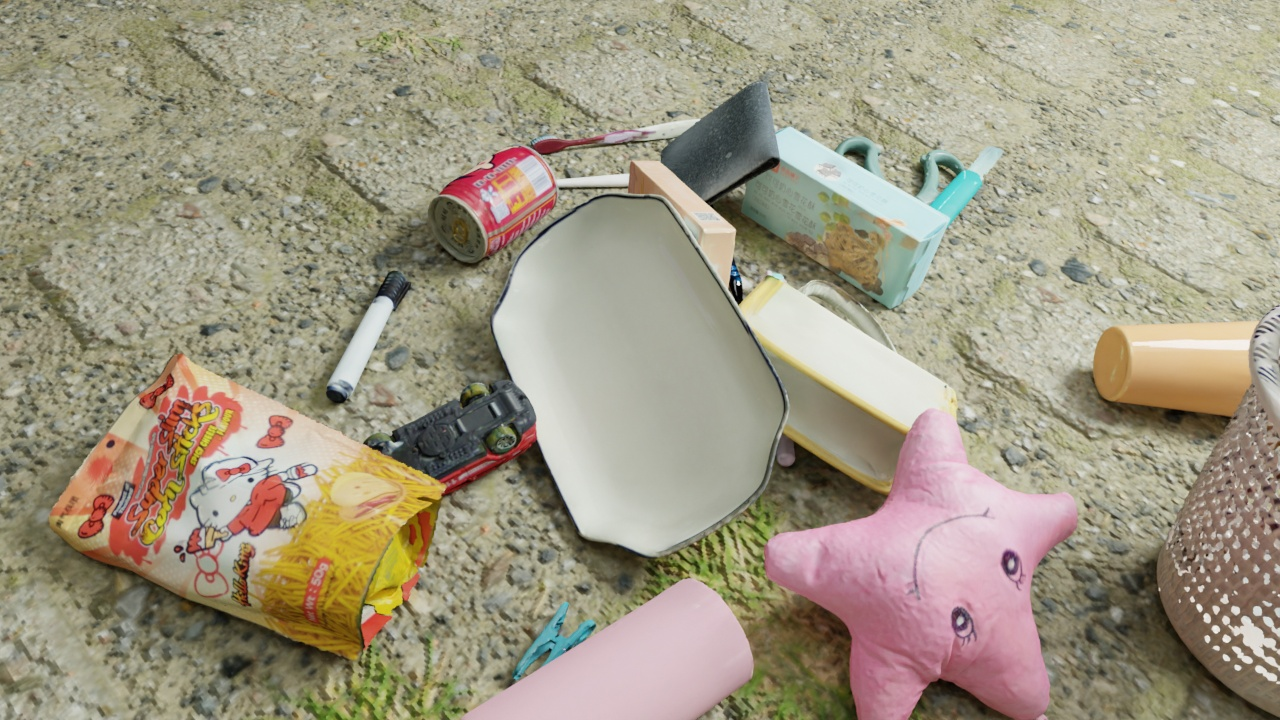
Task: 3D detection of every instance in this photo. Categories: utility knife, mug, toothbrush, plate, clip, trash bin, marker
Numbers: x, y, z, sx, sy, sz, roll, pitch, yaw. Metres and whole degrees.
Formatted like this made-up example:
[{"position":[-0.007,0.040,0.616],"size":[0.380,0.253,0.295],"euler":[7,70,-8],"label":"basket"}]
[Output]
[{"position":[0.291,-0.149,0.849],"size":[0.029,0.013,0.208],"euler":[38,57,12],"label":"utility knife"},{"position":[0.421,0.004,0.704],"size":[0.123,0.078,0.078],"euler":[3,46,1],"label":"mug"},{"position":[-0.016,-0.220,0.893],"size":[0.187,0.016,0.017],"euler":[-13,40,-19],"label":"toothbrush"},{"position":[-0.004,0.004,0.612],"size":[0.162,0.034,0.265],"euler":[-36,58,11],"label":"plate"},{"position":[0.076,-0.081,0.772],"size":[0.014,0.016,0.189],"euler":[2,45,-14],"label":"toothbrush"},{"position":[-0.050,0.163,0.519],"size":[0.048,0.015,0.056],"euler":[33,51,19],"label":"clip"},{"position":[0.105,0.003,0.694],"size":[0.021,0.029,0.188],"euler":[-23,41,26],"label":"toothbrush"},{"position":[0.414,0.101,0.521],"size":[0.227,0.193,0.227],"euler":[4,46,-4],"label":"trash bin"},{"position":[-0.053,-0.165,0.832],"size":[0.180,0.016,0.016],"euler":[-5,50,-15],"label":"toothbrush"},{"position":[-0.197,-0.020,0.670],"size":[0.022,0.018,0.130],"euler":[16,45,-6],"label":"marker"}]

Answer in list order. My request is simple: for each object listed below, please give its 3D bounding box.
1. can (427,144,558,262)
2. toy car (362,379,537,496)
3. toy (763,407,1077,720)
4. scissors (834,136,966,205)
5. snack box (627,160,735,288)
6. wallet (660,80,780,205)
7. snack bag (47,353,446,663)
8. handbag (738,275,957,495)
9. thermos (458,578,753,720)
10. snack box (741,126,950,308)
[{"position":[-0.120,-0.128,0.752],"size":[0.066,0.067,0.093],"euler":[29,49,18],"label":"can"},{"position":[-0.123,0.058,0.586],"size":[0.120,0.045,0.053],"euler":[-25,53,-15],"label":"toy car"},{"position":[0.184,0.129,0.534],"size":[0.194,0.075,0.178],"euler":[-33,84,-18],"label":"toy"},{"position":[0.236,-0.164,0.875],"size":[0.169,0.019,0.177],"euler":[25,51,13],"label":"scissors"},{"position":[0.025,-0.088,0.693],"size":[0.026,0.085,0.157],"euler":[-5,31,-18],"label":"snack box"},{"position":[0.065,-0.178,0.799],"size":[0.019,0.121,0.097],"euler":[32,43,-38],"label":"wallet"},{"position":[-0.225,0.083,0.529],"size":[0.208,0.073,0.128],"euler":[21,71,12],"label":"snack bag"},{"position":[0.145,0.004,0.665],"size":[0.163,0.063,0.178],"euler":[34,32,7],"label":"handbag"},{"position":[-0.032,0.194,0.461],"size":[0.198,0.067,0.087],"euler":[-26,85,-30],"label":"thermos"},{"position":[0.170,-0.125,0.787],"size":[0.175,0.074,0.051],"euler":[38,53,25],"label":"snack box"}]
